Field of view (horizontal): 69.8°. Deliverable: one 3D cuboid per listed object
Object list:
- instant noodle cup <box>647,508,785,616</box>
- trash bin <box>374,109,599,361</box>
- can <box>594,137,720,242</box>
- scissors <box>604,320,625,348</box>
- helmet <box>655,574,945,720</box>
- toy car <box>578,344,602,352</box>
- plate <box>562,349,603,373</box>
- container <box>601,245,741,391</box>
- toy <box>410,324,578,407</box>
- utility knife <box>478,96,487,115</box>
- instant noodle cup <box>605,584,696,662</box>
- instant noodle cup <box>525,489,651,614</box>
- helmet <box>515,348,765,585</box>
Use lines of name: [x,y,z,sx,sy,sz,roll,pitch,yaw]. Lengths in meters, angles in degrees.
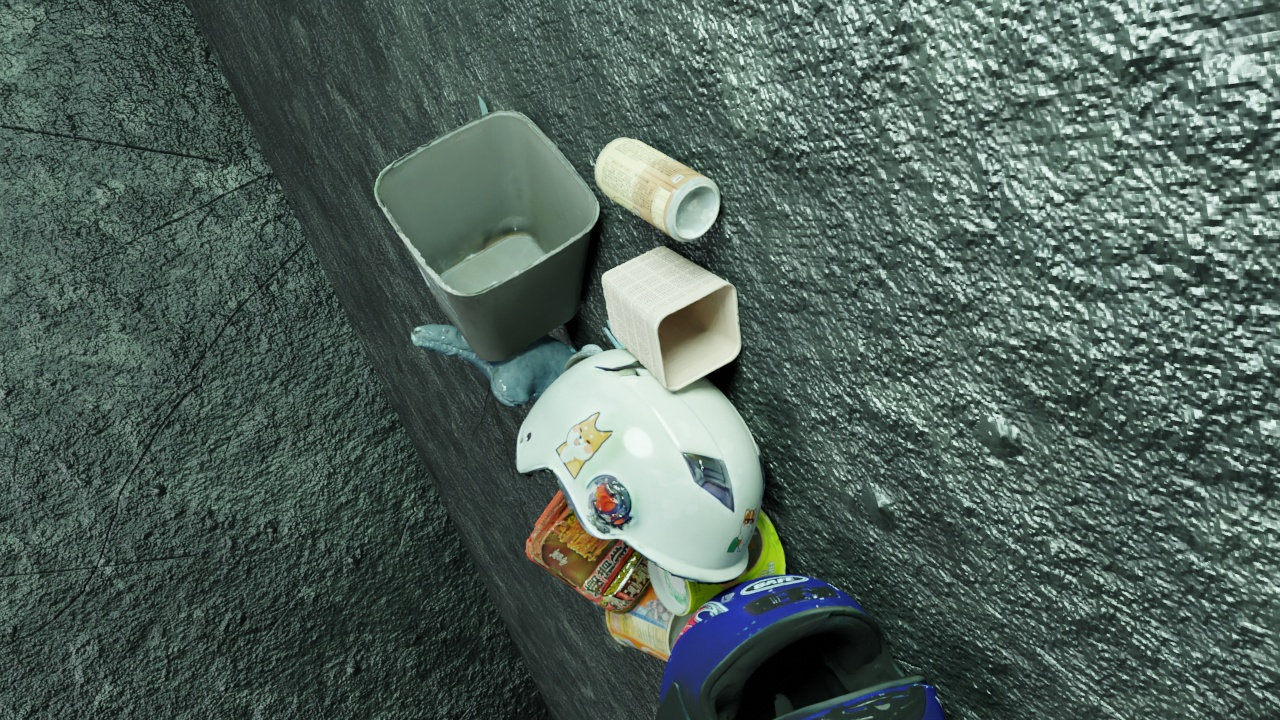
instant noodle cup: [0.078,0.225,1.018,0.112,0.123,0.112,34,132,48]
trash bin: [-0.169,-0.127,1.064,0.199,0.198,0.220,52,162,19]
can: [0.014,-0.152,0.807,0.116,0.058,0.059,39,150,41]
scissors: [-0.007,0.004,1.103,0.137,0.017,0.074,61,158,8]
helmet: [0.145,0.329,0.896,0.316,0.247,0.240,112,143,-53]
toy car: [-0.044,0.016,1.159,0.090,0.042,0.034,50,129,15]
plate: [-0.019,0.057,1.105,0.179,0.024,0.180,26,140,24]
container: [0.025,-0.045,0.878,0.111,0.089,0.090,41,151,44]
toy: [-0.129,0.030,1.204,0.356,0.137,0.092,33,137,-17]
utility knife: [-0.182,-0.249,1.160,0.029,0.013,0.182,39,150,39]
instant noodle cup: [0.044,0.338,1.244,0.111,0.151,0.151,16,133,49]
instant noodle cup: [-0.049,0.217,1.184,0.189,0.164,0.079,41,171,-25]
helmet: [0.019,0.082,0.929,0.274,0.229,0.157,35,110,28]
